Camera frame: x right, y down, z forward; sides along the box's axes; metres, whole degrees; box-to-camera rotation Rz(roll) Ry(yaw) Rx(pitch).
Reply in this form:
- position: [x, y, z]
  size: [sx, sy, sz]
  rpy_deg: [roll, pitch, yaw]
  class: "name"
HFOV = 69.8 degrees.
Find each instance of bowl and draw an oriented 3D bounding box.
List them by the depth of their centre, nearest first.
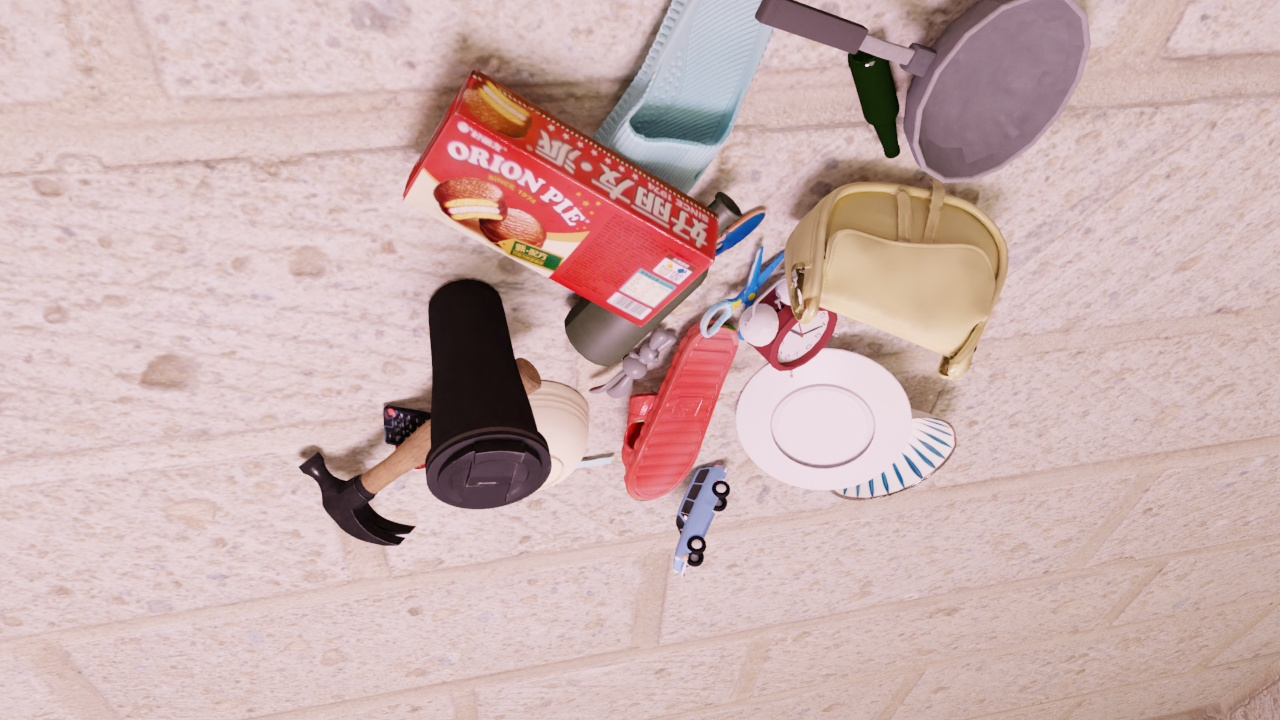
- position: [-0.125, 0.099, 1.040]
  size: [0.150, 0.075, 0.151]
  rpy_deg: [-10, 139, -9]
  class: "bowl"
- position: [0.315, 0.104, 1.200]
  size: [0.177, 0.070, 0.178]
  rpy_deg: [-9, 140, -8]
  class: "bowl"

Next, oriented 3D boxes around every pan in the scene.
- position: [0.232, -0.247, 0.755]
  size: [0.356, 0.041, 0.179]
  rpy_deg: [3, 130, -34]
  class: "pan"

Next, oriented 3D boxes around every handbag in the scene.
- position: [0.249, -0.089, 0.886]
  size: [0.232, 0.190, 0.089]
  rpy_deg: [18, 147, -18]
  class: "handbag"

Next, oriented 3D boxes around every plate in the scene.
- position: [0.219, 0.079, 1.107]
  size: [0.209, 0.015, 0.209]
  rpy_deg: [5, 122, 8]
  class: "plate"

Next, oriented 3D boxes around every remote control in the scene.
- position: [-0.203, 0.078, 0.983]
  size: [0.150, 0.022, 0.047]
  rpy_deg: [9, 115, 10]
  class: "remote control"

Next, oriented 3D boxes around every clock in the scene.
- position: [0.157, -0.041, 0.974]
  size: [0.096, 0.048, 0.137]
  rpy_deg: [-43, 145, 2]
  class: "clock"

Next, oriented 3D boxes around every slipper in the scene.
- position: [0.033, -0.202, 0.759]
  size: [0.115, 0.069, 0.277]
  rpy_deg: [6, 134, -30]
  class: "slipper"
- position: [0.033, 0.054, 1.050]
  size: [0.103, 0.059, 0.249]
  rpy_deg: [-2, 124, -39]
  class: "slipper"

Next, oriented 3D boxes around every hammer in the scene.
- position: [-0.220, 0.091, 0.961]
  size: [0.306, 0.040, 0.132]
  rpy_deg: [-33, 99, 24]
  class: "hammer"

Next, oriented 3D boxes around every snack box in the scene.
- position: [-0.062, -0.125, 0.752]
  size: [0.236, 0.060, 0.113]
  rpy_deg: [27, 140, -20]
  class: "snack box"

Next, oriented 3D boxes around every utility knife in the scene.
- position: [-0.138, 0.137, 1.128]
  size: [0.217, 0.019, 0.031]
  rpy_deg: [-10, 149, -12]
  class: "utility knife"

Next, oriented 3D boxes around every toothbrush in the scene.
- position: [0.068, -0.109, 0.914]
  size: [0.135, 0.017, 0.021]
  rpy_deg: [-32, 142, 18]
  class: "toothbrush"

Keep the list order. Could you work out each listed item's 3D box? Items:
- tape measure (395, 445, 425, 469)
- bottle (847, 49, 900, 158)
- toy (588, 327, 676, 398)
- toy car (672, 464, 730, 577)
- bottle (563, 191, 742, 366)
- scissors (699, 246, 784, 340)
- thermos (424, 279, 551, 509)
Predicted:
- position: [-0.253, 0.099, 1.038]
  size: [0.051, 0.019, 0.059]
  rpy_deg: [23, 126, -38]
  class: "tape measure"
- position: [0.213, -0.227, 0.816]
  size: [0.033, 0.033, 0.123]
  rpy_deg: [-25, 140, 10]
  class: "bottle"
- position: [-0.006, 0.006, 1.010]
  size: [0.112, 0.030, 0.049]
  rpy_deg: [-44, 148, 21]
  class: "toy"
- position: [0.073, 0.205, 1.189]
  size: [0.055, 0.153, 0.056]
  rpy_deg: [21, 150, 12]
  class: "toy car"
- position: [0.014, -0.081, 0.885]
  size: [0.071, 0.071, 0.207]
  rpy_deg: [24, 126, -38]
  class: "bottle"
- position: [0.105, -0.069, 0.955]
  size: [0.110, 0.018, 0.131]
  rpy_deg: [-18, 138, -29]
  class: "scissors"
- position: [-0.148, 0.025, 0.835]
  size: [0.105, 0.218, 0.106]
  rpy_deg: [-10, 139, -9]
  class: "thermos"
